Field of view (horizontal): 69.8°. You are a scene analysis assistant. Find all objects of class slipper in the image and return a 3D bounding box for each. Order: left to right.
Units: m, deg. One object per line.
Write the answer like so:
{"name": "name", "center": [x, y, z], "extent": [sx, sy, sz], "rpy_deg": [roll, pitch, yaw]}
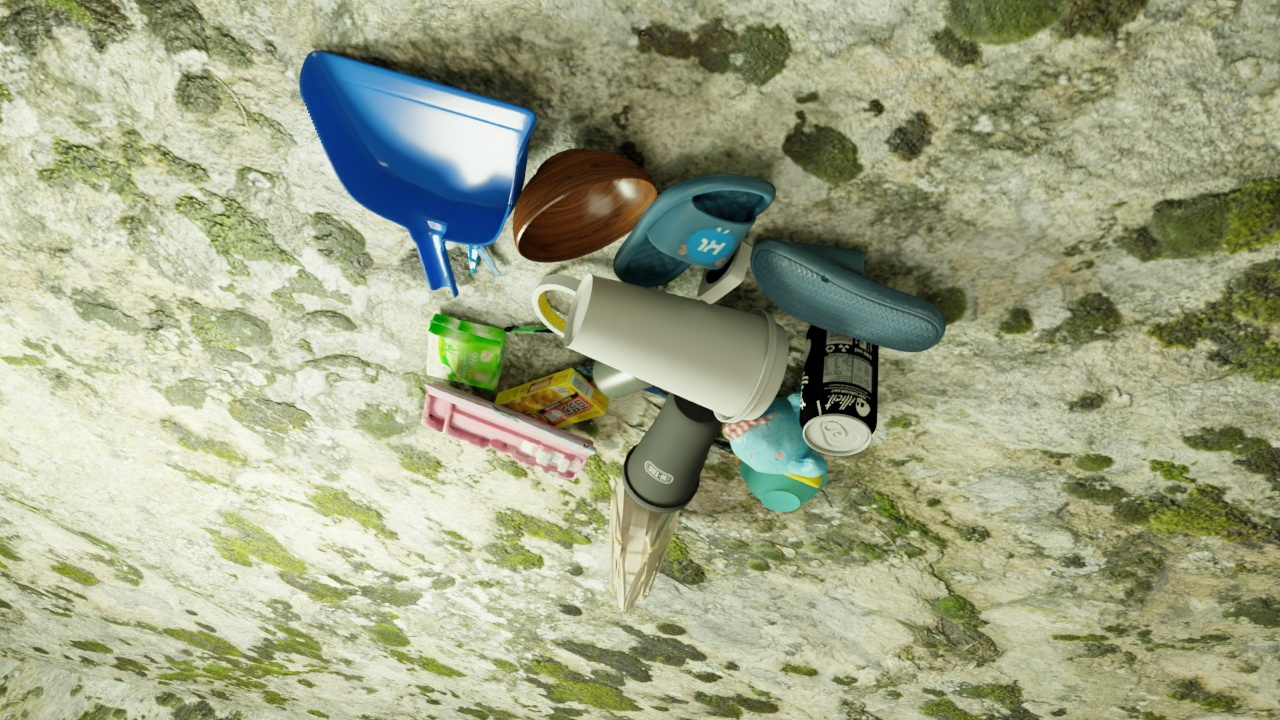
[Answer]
{"name": "slipper", "center": [0.045, -0.122, 0.918], "extent": [0.103, 0.059, 0.214], "rpy_deg": [12, 151, -32]}
{"name": "slipper", "center": [0.213, -0.071, 0.953], "extent": [0.214, 0.059, 0.104], "rpy_deg": [24, 150, 5]}

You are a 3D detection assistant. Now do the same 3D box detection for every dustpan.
{"name": "dustpan", "center": [-0.210, -0.164, 0.936], "extent": [0.246, 0.059, 0.258], "rpy_deg": [19, 148, 14]}

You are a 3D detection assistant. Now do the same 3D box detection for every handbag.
{"name": "handbag", "center": [-0.004, 0.258, 1.300], "extent": [0.101, 0.197, 0.195], "rpy_deg": [10, 142, 4]}

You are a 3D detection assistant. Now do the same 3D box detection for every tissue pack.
{"name": "tissue pack", "center": [-0.225, -0.010, 1.171], "extent": [0.099, 0.034, 0.114], "rpy_deg": [14, 143, -4]}

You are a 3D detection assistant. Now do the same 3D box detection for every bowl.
{"name": "bowl", "center": [-0.064, -0.163, 0.895], "extent": [0.147, 0.069, 0.147], "rpy_deg": [-22, 165, -7]}
{"name": "bowl", "center": [0.194, 0.174, 1.262], "extent": [0.121, 0.046, 0.121], "rpy_deg": [8, 141, 6]}

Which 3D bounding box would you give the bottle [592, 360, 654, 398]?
{"name": "bottle", "center": [-0.006, 0.006, 1.092], "extent": [0.060, 0.060, 0.109], "rpy_deg": [34, 148, -24]}

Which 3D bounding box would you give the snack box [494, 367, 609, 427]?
{"name": "snack box", "center": [-0.120, 0.057, 1.217], "extent": [0.153, 0.025, 0.075], "rpy_deg": [-18, 132, 40]}

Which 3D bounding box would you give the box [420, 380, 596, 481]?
{"name": "box", "center": [-0.172, 0.084, 1.212], "extent": [0.232, 0.050, 0.181], "rpy_deg": [22, 156, -7]}

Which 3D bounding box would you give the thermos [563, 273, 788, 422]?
{"name": "thermos", "center": [0.035, -0.019, 0.989], "extent": [0.221, 0.131, 0.132], "rpy_deg": [18, 142, -16]}

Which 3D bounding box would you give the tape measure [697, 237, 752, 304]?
{"name": "tape measure", "center": [0.088, -0.096, 0.952], "extent": [0.016, 0.064, 0.065], "rpy_deg": [31, 144, -21]}

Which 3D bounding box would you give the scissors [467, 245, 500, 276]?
{"name": "scissors", "center": [-0.177, -0.139, 1.018], "extent": [0.097, 0.020, 0.133], "rpy_deg": [-5, 137, 26]}

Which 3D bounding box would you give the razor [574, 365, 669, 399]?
{"name": "razor", "center": [-0.014, 0.027, 1.167], "extent": [0.141, 0.018, 0.044], "rpy_deg": [18, 175, -10]}

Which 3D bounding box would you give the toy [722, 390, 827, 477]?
{"name": "toy", "center": [0.197, 0.089, 1.113], "extent": [0.181, 0.114, 0.183], "rpy_deg": [-22, 151, 29]}

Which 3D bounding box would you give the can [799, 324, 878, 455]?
{"name": "can", "center": [0.216, 0.023, 0.993], "extent": [0.080, 0.145, 0.080], "rpy_deg": [8, 141, 6]}

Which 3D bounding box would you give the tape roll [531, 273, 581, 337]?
{"name": "tape roll", "center": [-0.081, -0.059, 1.061], "extent": [0.094, 0.019, 0.094], "rpy_deg": [20, 145, 14]}

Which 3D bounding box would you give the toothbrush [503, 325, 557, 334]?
{"name": "toothbrush", "center": [-0.077, -0.035, 1.112], "extent": [0.188, 0.014, 0.017], "rpy_deg": [1, 148, 15]}

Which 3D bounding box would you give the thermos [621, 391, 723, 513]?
{"name": "thermos", "center": [0.047, 0.105, 1.167], "extent": [0.106, 0.105, 0.219], "rpy_deg": [16, 143, -4]}

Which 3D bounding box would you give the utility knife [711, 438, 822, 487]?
{"name": "utility knife", "center": [0.151, 0.128, 1.219], "extent": [0.186, 0.020, 0.029], "rpy_deg": [21, 177, 10]}
